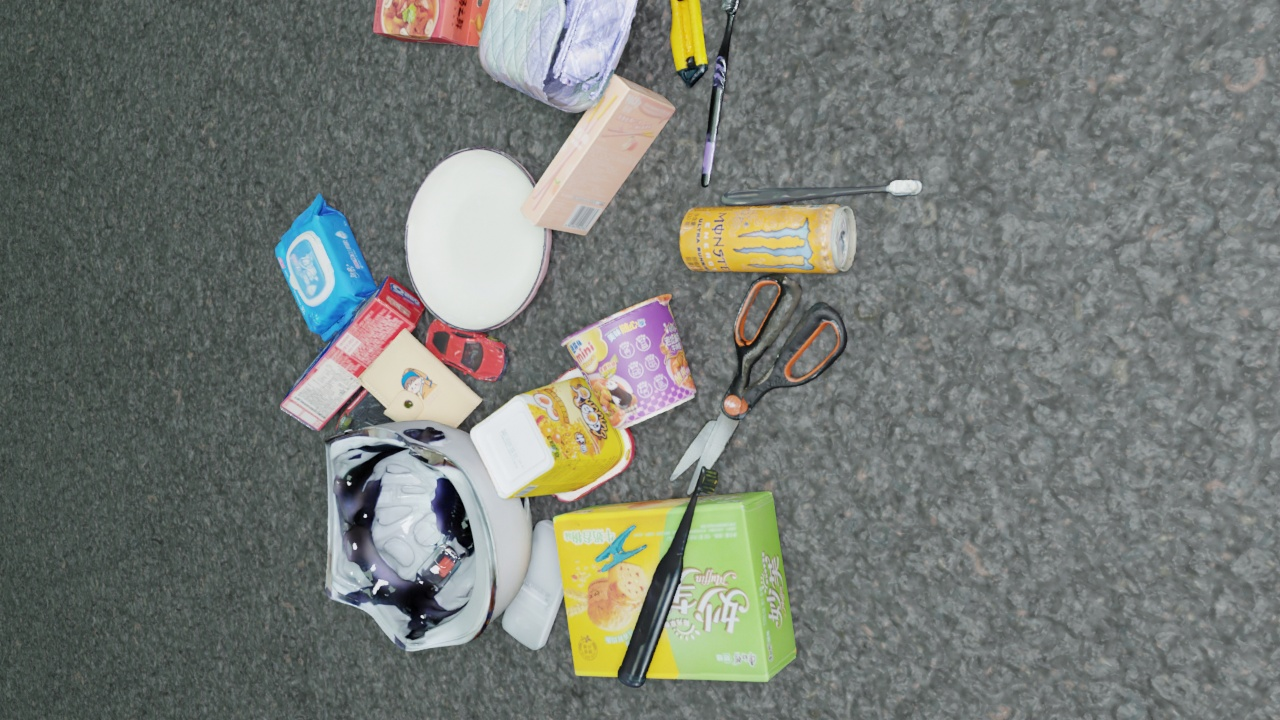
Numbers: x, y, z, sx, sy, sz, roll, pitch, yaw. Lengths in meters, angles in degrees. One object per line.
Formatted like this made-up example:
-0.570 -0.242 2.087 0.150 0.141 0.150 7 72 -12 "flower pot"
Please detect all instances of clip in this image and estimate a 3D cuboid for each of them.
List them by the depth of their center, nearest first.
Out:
-0.019 0.173 0.835 0.056 0.014 0.040 -39 72 24 "clip"

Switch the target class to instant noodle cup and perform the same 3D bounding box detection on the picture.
-0.005 0.005 0.850 0.112 0.111 0.099 -24 87 29 "instant noodle cup"
-0.088 0.076 0.887 0.116 0.123 0.116 -35 75 27 "instant noodle cup"

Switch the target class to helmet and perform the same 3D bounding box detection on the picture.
-0.202 0.167 0.945 0.259 0.145 0.229 6 102 32 "helmet"

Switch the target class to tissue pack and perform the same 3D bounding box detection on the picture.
-0.377 -0.110 1.087 0.095 0.052 0.157 -34 76 27 "tissue pack"

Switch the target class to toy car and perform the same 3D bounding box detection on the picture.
-0.189 -0.011 0.996 0.106 0.031 0.049 22 105 25 "toy car"
-0.302 0.052 1.052 0.121 0.053 0.045 -39 37 28 "toy car"

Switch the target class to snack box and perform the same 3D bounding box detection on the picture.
0.028 0.210 0.858 0.210 0.070 0.157 -10 87 31 "snack box"
-0.040 -0.190 0.867 0.026 0.084 0.157 48 114 23 "snack box"
-0.221 -0.401 0.984 0.127 0.044 0.113 15 100 29 "snack box"
-0.332 -0.006 1.053 0.058 0.057 0.208 39 117 -20 "snack box"

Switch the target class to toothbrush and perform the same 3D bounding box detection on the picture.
0.152 -0.146 0.798 0.181 0.018 0.015 2 97 32 "toothbrush"
0.025 0.190 0.804 0.027 0.026 0.213 18 102 -7 "toothbrush"
0.071 -0.253 0.839 0.014 0.016 0.189 13 101 29 "toothbrush"

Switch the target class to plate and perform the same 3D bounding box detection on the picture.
-0.167 -0.126 0.971 0.193 0.039 0.192 2 93 30 "plate"

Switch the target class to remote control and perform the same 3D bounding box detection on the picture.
-0.104 0.236 0.965 0.056 0.020 0.136 26 105 26 "remote control"

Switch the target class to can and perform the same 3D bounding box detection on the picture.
0.109 -0.106 0.799 0.146 0.058 0.058 4 95 30 "can"

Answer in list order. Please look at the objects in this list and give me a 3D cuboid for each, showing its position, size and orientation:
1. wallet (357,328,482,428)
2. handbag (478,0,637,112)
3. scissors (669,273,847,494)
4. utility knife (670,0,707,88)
-0.243 0.035 0.998 0.115 0.024 0.087 43 101 -9 "wallet"
-0.083 -0.309 0.846 0.194 0.075 0.134 42 112 55 "handbag"
0.104 0.037 0.831 0.163 0.021 0.234 14 99 29 "scissors"
0.035 -0.357 0.853 0.033 0.015 0.206 -8 88 28 "utility knife"
